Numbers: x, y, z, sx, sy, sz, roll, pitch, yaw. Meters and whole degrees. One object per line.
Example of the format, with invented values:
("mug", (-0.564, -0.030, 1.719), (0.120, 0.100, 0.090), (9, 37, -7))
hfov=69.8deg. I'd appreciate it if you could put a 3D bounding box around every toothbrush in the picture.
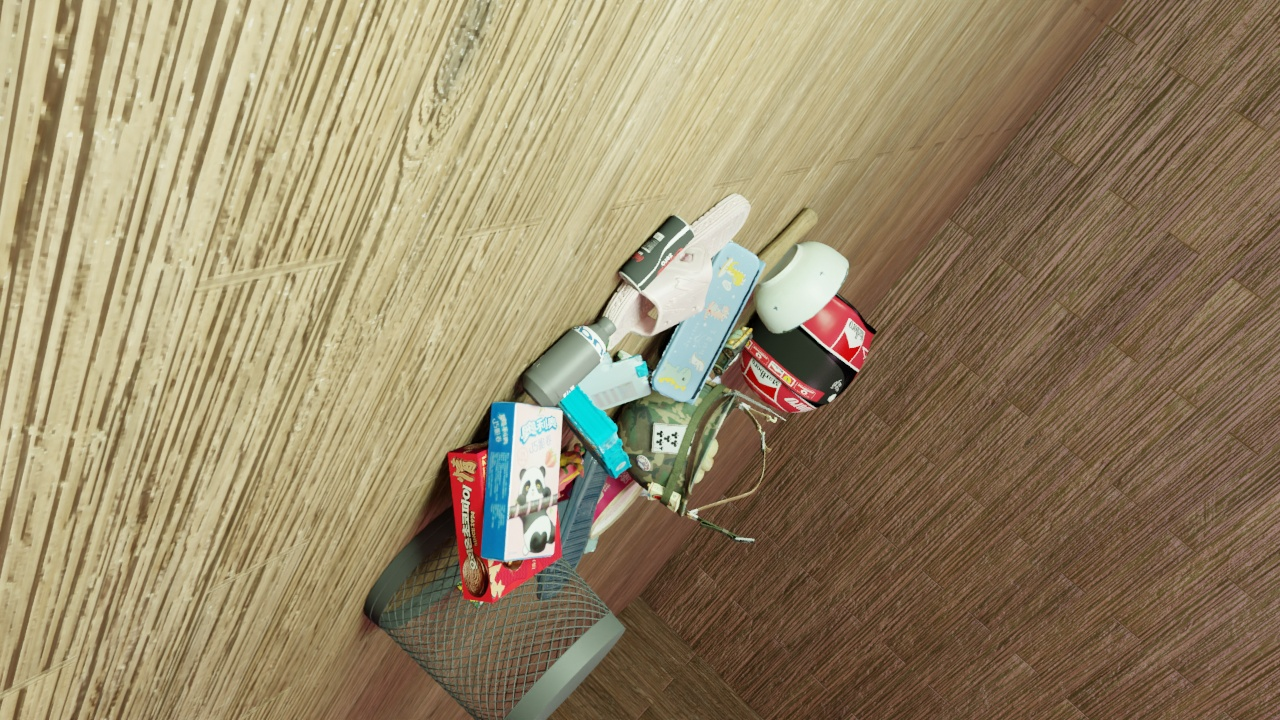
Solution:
("toothbrush", (-0.007, 0.007, 1.188), (0.017, 0.016, 0.189), (-39, 167, 5))

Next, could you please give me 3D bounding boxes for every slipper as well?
("slipper", (-0.117, 0.221, 1.332), (0.264, 0.082, 0.101), (-70, 162, 7))
("slipper", (0.050, -0.090, 0.996), (0.238, 0.064, 0.094), (-44, 165, -21))

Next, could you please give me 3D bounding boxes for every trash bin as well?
("trash bin", (-0.164, 0.304, 1.083), (0.217, 0.227, 0.218), (-44, 165, -15))

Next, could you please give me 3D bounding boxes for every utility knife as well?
("utility knife", (-0.070, 0.266, 1.535), (0.030, 0.019, 0.227), (-12, -168, 9))

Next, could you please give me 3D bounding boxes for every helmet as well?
("helmet", (0.280, -0.019, 1.600), (0.225, 0.197, 0.270), (-51, 157, 10))
("helmet", (0.081, 0.124, 1.290), (0.192, 0.236, 0.225), (-61, -169, -22))

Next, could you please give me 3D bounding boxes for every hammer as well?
("hammer", (0.143, -0.107, 1.289), (0.305, 0.040, 0.132), (-45, 169, -12))

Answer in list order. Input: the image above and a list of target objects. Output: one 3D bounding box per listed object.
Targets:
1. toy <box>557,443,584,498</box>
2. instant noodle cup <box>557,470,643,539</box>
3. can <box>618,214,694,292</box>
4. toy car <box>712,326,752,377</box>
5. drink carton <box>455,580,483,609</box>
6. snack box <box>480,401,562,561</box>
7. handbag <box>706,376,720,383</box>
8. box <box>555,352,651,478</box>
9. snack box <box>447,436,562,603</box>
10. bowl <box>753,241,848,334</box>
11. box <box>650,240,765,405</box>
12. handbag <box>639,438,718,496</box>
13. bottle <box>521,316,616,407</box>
("toy", (-0.110, 0.158, 1.236), (0.103, 0.046, 0.084), (-41, 179, -8))
("instant noodle cup", (-0.056, 0.206, 1.449), (0.178, 0.077, 0.179), (-44, 165, -15))
("can", (0.016, -0.106, 0.915), (0.080, 0.031, 0.031), (-47, 166, -4))
("toy car", (0.120, -0.019, 1.305), (0.047, 0.047, 0.112), (-47, 172, -26))
("drink carton", (-0.196, 0.269, 1.240), (0.122, 0.058, 0.041), (-43, 165, -20))
("snack box", (-0.118, 0.121, 0.922), (0.088, 0.033, 0.154), (16, 76, -62))
("handbag", (0.066, 0.076, 1.489), (0.126, 0.069, 0.159), (-42, 168, -15))
("box", (-0.027, 0.051, 1.074), (0.117, 0.097, 0.227), (-40, 165, -8))
("snack box", (-0.138, 0.154, 0.962), (0.132, 0.036, 0.152), (-20, 108, -62))
("bowl", (0.225, -0.119, 1.353), (0.154, 0.073, 0.153), (-41, -162, 16))
("box", (0.094, -0.041, 1.162), (0.122, 0.047, 0.209), (22, 96, -61))
("handbag", (0.057, 0.182, 1.631), (0.171, 0.123, 0.112), (-45, -179, -10))
("bottle", (-0.069, -0.001, 0.918), (0.112, 0.047, 0.047), (-44, 166, -15))
